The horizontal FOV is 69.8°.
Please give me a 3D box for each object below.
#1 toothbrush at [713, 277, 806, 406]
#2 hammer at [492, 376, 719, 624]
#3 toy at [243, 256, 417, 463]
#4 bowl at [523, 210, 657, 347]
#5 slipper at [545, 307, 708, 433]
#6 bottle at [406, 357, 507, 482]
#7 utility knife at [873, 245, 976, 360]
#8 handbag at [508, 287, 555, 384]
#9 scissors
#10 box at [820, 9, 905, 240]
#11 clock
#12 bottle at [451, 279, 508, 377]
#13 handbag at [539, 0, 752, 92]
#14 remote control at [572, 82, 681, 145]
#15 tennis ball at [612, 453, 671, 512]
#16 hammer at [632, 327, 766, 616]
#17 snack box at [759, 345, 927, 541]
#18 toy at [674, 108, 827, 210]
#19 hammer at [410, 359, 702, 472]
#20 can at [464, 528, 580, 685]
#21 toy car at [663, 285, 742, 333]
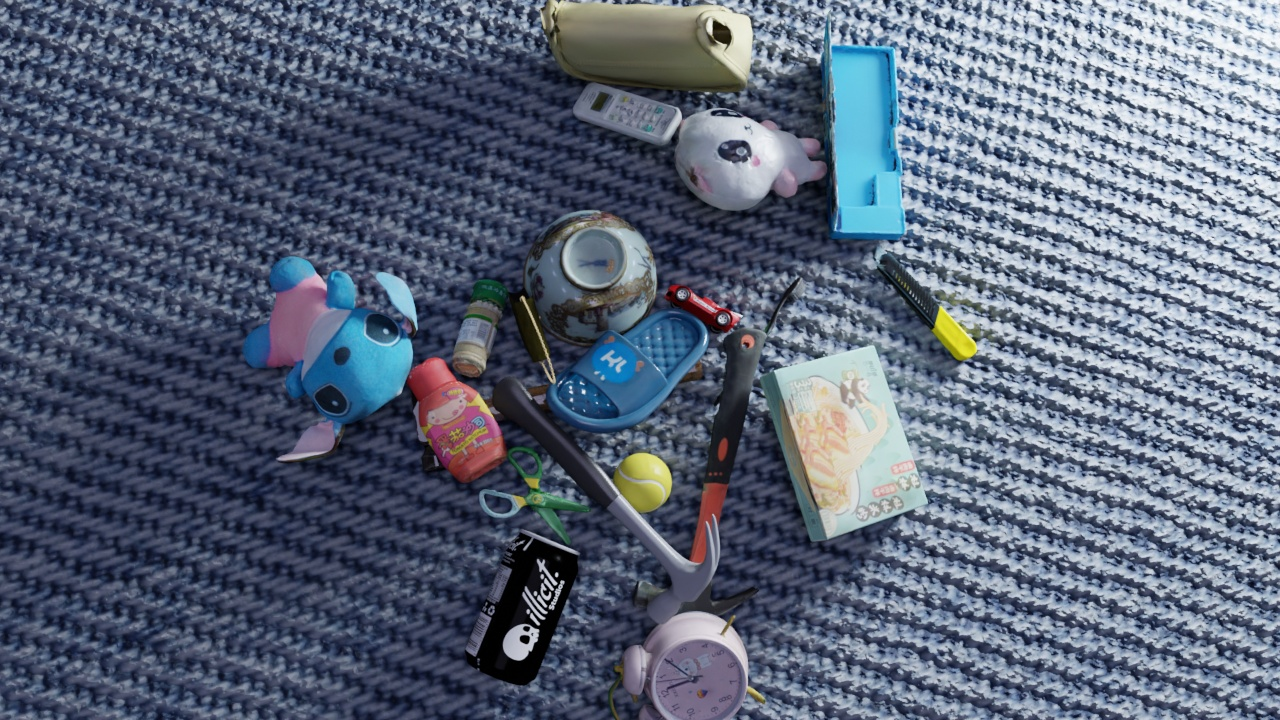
[{"bbox_3d":[0.141,-0.021,1.081,0.017,0.014,0.188,39,79,-22],"label":"toothbrush"},{"bbox_3d":[-0.042,0.131,0.976,0.311,0.029,0.125,45,112,9],"label":"hammer"},{"bbox_3d":[-0.338,-0.006,0.978,0.191,0.099,0.224,30,91,19],"label":"toy"},{"bbox_3d":[-0.054,-0.102,1.034,0.160,0.094,0.159,1,80,-5],"label":"bowl"},{"bbox_3d":[-0.006,0.006,1.001,0.213,0.059,0.104,-35,65,-29],"label":"slipper"},{"bbox_3d":[-0.200,0.061,0.982,0.071,0.048,0.134,-32,79,-11],"label":"bottle"},{"bbox_3d":[0.339,-0.070,1.105,0.028,0.020,0.174,-40,87,-12],"label":"utility knife"},{"bbox_3d":[-0.107,-0.023,0.968,0.027,0.178,0.084,-19,112,-9],"label":"handbag"},{"bbox_3d":[-0.122,0.161,1.022,0.112,0.012,0.131,-35,83,-9],"label":"scissors"},{"bbox_3d":[0.263,-0.275,1.087,0.114,0.114,0.243,1,80,-6],"label":"box"},{"bbox_3d":[0.042,0.339,0.971,0.158,0.059,0.117,-21,95,-2],"label":"clock"},{"bbox_3d":[-0.179,-0.036,1.023,0.042,0.043,0.109,13,63,-3],"label":"bottle"},{"bbox_3d":[0.011,-0.373,1.055,0.233,0.190,0.088,5,94,8],"label":"handbag"},{"bbox_3d":[-0.016,-0.291,1.088,0.133,0.022,0.050,24,78,24],"label":"remote control"},{"bbox_3d":[0.002,0.135,1.011,0.065,0.065,0.065,1,80,-6],"label":"tennis ball"},{"bbox_3d":[0.089,0.123,1.035,0.133,0.033,0.332,12,81,-2],"label":"hammer"},{"bbox_3d":[0.229,0.091,1.040,0.141,0.044,0.193,-13,81,-23],"label":"snack box"},{"bbox_3d":[0.128,-0.234,1.071,0.179,0.102,0.138,-4,54,-6],"label":"toy"},{"bbox_3d":[-0.092,0.031,1.040,0.330,0.033,0.120,-13,80,-8],"label":"hammer"},{"bbox_3d":[-0.123,0.259,0.969,0.080,0.080,0.146,22,78,-1],"label":"can"},{"bbox_3d":[0.072,-0.061,1.067,0.089,0.038,0.025,31,75,0],"label":"toy car"}]
